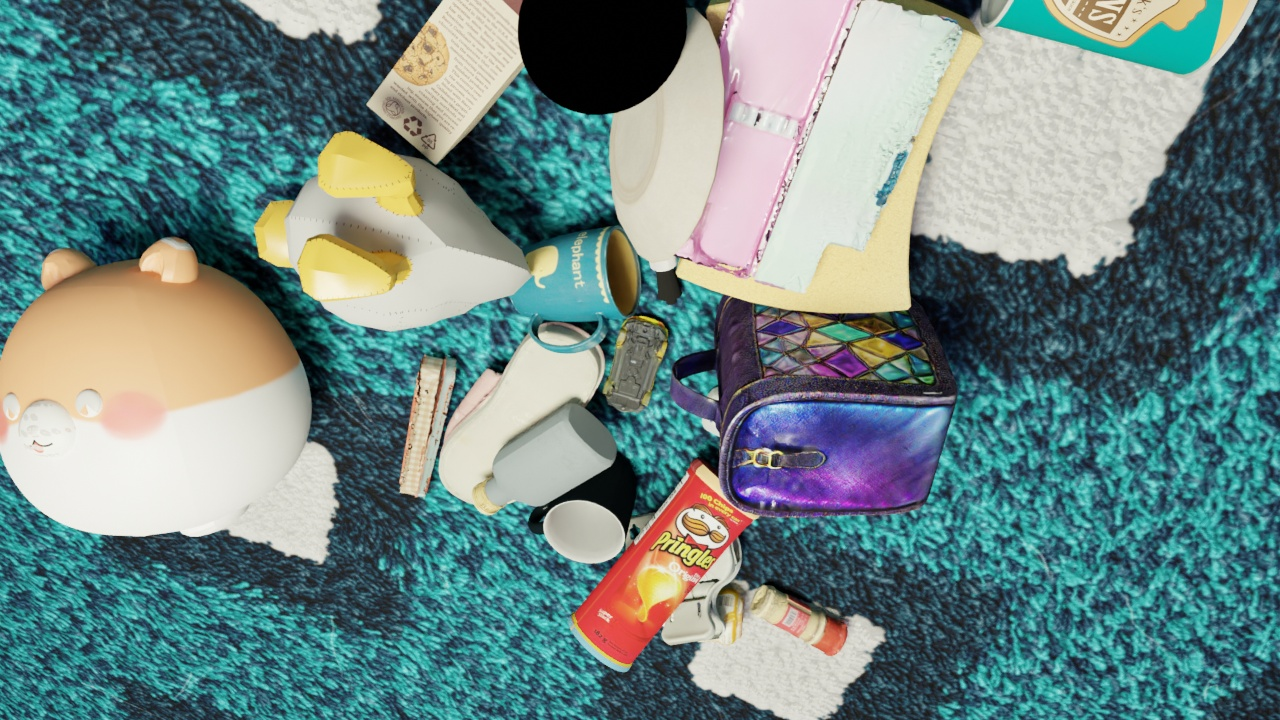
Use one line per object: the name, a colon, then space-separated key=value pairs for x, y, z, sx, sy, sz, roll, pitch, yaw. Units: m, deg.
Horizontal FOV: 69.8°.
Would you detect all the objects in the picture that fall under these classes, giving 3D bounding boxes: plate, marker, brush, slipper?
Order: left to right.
slipper: x=-0.122 y=0.056 z=0.936 sx=0.114 sy=0.054 sz=0.275 roll=32 pitch=126 yaw=-11
plate: x=0.008 y=-0.170 z=0.695 sx=0.027 sy=0.188 sz=0.189 roll=2 pitch=127 yaw=-23
marker: x=0.017 y=-0.107 z=0.825 sx=0.025 sy=0.025 sz=0.126 roll=-5 pitch=121 yaw=14
brush: x=0.140 y=-0.167 z=0.733 sx=0.195 sy=0.075 sz=0.251 roll=9 pitch=123 yaw=5

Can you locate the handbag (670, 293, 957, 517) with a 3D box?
handbag: x=0.137 y=0.025 z=0.784 sx=0.222 sy=0.204 sz=0.126 roll=4 pitch=123 yaw=1

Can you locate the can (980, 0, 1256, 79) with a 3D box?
can: x=0.323 y=-0.260 z=0.625 sx=0.144 sy=0.099 sz=0.099 roll=15 pitch=123 yaw=1

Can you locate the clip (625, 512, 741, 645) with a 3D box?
clip: x=0.051 y=0.233 z=0.995 sx=0.125 sy=0.081 sz=0.147 roll=-15 pitch=79 yaw=21

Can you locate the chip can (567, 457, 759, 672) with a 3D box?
chip can: x=0.024 y=0.206 z=0.932 sx=0.087 sy=0.087 sz=0.213 roll=38 pitch=93 yaw=-14

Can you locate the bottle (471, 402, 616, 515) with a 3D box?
bottle: x=-0.103 y=0.106 z=0.904 sx=0.162 sy=0.046 sz=0.072 roll=-33 pitch=113 yaw=30

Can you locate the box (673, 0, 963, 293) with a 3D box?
box: x=0.116 y=-0.160 z=0.674 sx=0.159 sy=0.035 sz=0.231 roll=18 pitch=123 yaw=0

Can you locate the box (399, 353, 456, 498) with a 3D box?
box: x=-0.233 y=0.072 z=0.973 sx=0.058 sy=0.053 sz=0.187 roll=43 pitch=130 yaw=32

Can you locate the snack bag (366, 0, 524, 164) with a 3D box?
snack bag: x=-0.112 y=-0.260 z=0.711 sx=0.070 sy=0.094 sz=0.207 roll=41 pitch=120 yaw=-15

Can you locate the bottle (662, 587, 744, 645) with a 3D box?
bottle: x=0.062 y=0.286 z=1.041 sx=0.108 sy=0.063 sz=0.063 roll=5 pitch=123 yaw=8

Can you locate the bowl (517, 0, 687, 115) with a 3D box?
bowl: x=-0.031 y=-0.236 z=0.631 sx=0.115 sy=0.062 sz=0.115 roll=-9 pitch=130 yaw=-11

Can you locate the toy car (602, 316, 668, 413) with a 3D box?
toy car: x=-0.005 y=0.005 z=0.896 sx=0.049 sy=0.030 sz=0.107 roll=17 pitch=121 yaw=-2

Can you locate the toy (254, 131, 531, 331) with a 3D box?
toy: x=-0.213 y=-0.097 z=0.763 sx=0.246 sy=0.268 sz=0.141 roll=11 pitch=88 yaw=-9

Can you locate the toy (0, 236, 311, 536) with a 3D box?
toy: x=-0.458 y=0.029 z=0.863 sx=0.263 sy=0.265 sz=0.281 roll=-3 pitch=106 yaw=15

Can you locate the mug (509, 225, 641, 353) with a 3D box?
mug: x=-0.063 y=-0.060 z=0.822 sx=0.104 sy=0.112 sz=0.084 roll=-3 pitch=160 yaw=21

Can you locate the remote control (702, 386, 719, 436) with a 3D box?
remote control: x=0.118 y=0.059 z=0.908 sx=0.114 sy=0.028 sz=0.060 roll=15 pitch=124 yaw=0

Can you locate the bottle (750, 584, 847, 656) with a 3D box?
bottle: x=0.179 y=0.292 z=1.036 sx=0.109 sy=0.044 sz=0.044 roll=29 pitch=122 yaw=-8

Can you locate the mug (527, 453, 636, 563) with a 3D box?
mug: x=-0.065 y=0.154 z=0.963 sx=0.122 sy=0.094 sz=0.085 roll=-21 pitch=116 yaw=22
